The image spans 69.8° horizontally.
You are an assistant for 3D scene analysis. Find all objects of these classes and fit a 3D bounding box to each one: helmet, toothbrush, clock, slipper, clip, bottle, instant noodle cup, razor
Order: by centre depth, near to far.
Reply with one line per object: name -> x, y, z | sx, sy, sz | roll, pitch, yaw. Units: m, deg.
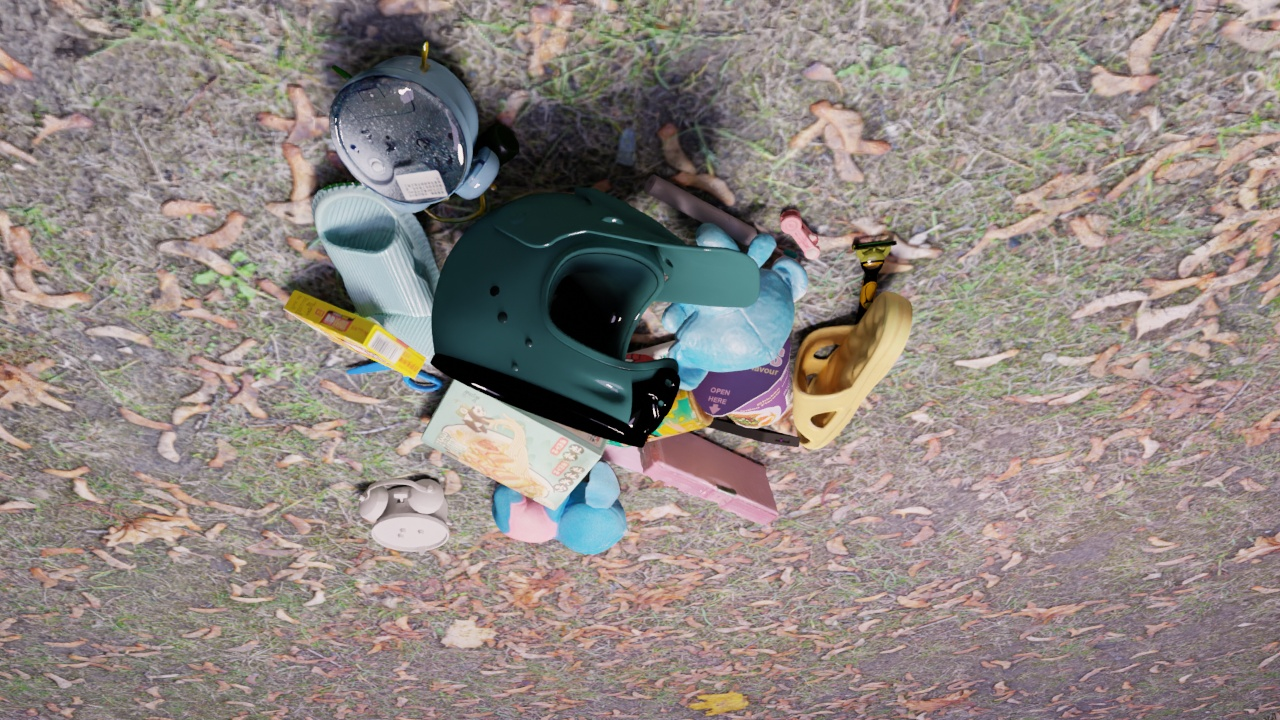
clock -> -0.185, -0.178, 0.764 | 0.118, 0.059, 0.162 | -4, 131, 19
helmet -> -0.048, -0.050, 0.803 | 0.275, 0.200, 0.176 | 17, 168, 29
bottle -> -0.163, -0.168, 0.829 | 0.123, 0.033, 0.033 | -29, 136, 29
toothbrush -> 0.084, -0.135, 0.905 | 0.187, 0.018, 0.019 | 22, 136, -30
slipper -> -0.241, -0.064, 0.909 | 0.116, 0.069, 0.276 | 3, 144, 21
clip -> 0.163, -0.130, 0.923 | 0.023, 0.045, 0.060 | -31, 103, 26
razor -> 0.248, -0.078, 0.996 | 0.044, 0.021, 0.144 | -6, 144, 3
slipper -> 0.215, 0.007, 1.030 | 0.078, 0.099, 0.264 | 18, 147, -5
instant noodle cup -> 0.117, 0.023, 1.034 | 0.122, 0.136, 0.122 | 11, 159, 25
bottle -> -0.017, 0.071, 1.118 | 0.210, 0.068, 0.068 | -17, 141, 26
clock -> -0.325, 0.213, 1.276 | 0.120, 0.061, 0.159 | -8, 143, 4

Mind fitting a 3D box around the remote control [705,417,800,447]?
remote control -> 0.132, 0.087, 1.126 | 0.058, 0.013, 0.134 | 10, 180, -31

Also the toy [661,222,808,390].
toy -> 0.077, -0.064, 0.919 | 0.183, 0.115, 0.180 | -39, 129, -1

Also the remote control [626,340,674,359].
remote control -> -0.006, 0.006, 1.074 | 0.133, 0.022, 0.050 | -15, 141, 13

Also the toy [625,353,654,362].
toy -> -0.036, 0.033, 1.012 | 0.132, 0.062, 0.092 | -20, 165, -35

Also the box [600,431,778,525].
box -> 0.061, 0.165, 1.227 | 0.232, 0.106, 0.116 | 25, 124, -34

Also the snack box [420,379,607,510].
snack box -> -0.154, 0.092, 1.111 | 0.193, 0.044, 0.142 | 30, 135, -9

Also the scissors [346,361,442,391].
scissors -> -0.273, 0.000, 1.047 | 0.125, 0.016, 0.124 | 26, 128, -33

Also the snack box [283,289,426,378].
snack box -> -0.290, -0.027, 0.926 | 0.152, 0.025, 0.075 | 19, 165, 38

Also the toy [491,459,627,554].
toy -> -0.110, 0.207, 1.262 | 0.191, 0.098, 0.225 | 7, 149, -6
